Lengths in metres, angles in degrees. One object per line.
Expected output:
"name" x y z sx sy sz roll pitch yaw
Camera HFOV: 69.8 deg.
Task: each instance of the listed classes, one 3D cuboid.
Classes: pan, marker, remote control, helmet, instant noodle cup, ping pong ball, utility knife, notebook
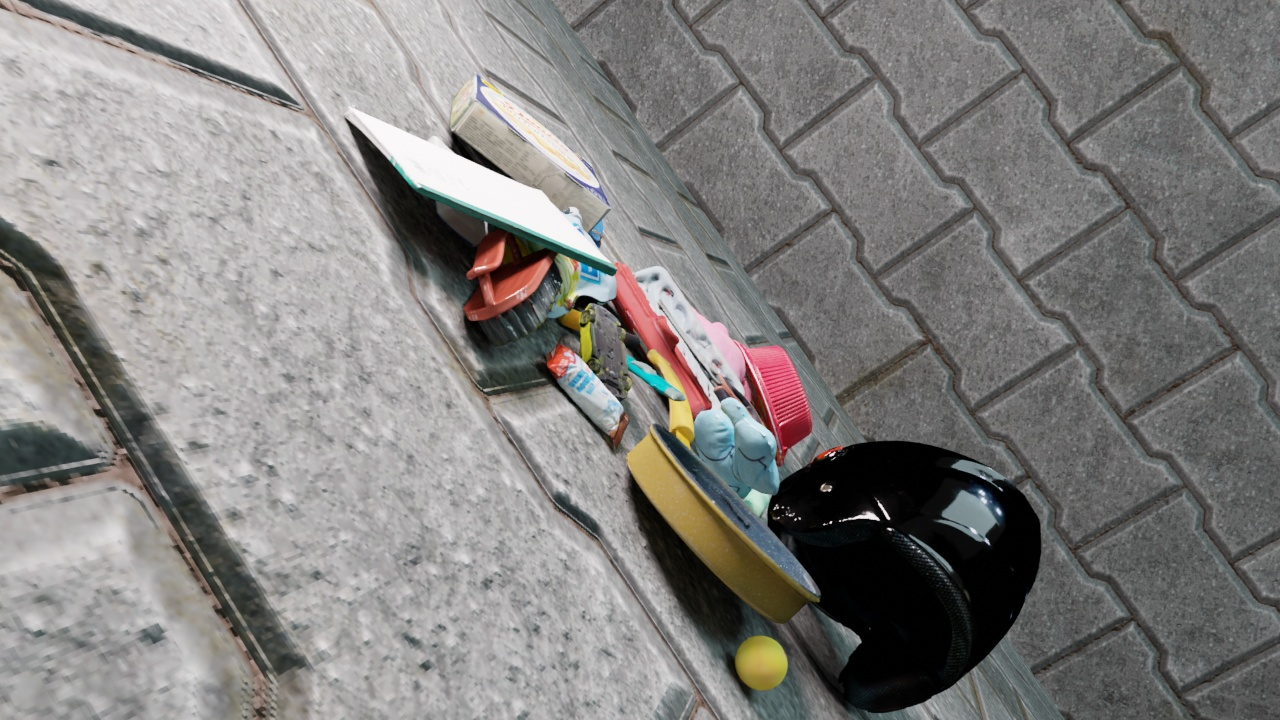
"pan" 0.053 0.090 0.834 0.197 0.078 0.357 44 3 -32
"marker" -0.040 -0.031 0.922 0.015 0.018 0.123 40 12 37
"remote control" -0.165 -0.152 0.819 0.049 0.024 0.124 42 17 -43
"helmet" 0.252 0.193 0.917 0.275 0.229 0.233 11 -55 66
"instant noodle cup" 0.190 0.050 1.301 0.194 0.066 0.194 156 -87 -88
"ping pong ball" 0.093 0.232 0.705 0.040 0.040 0.040 50 14 -17
"utility knife" -0.005 0.005 0.869 0.029 0.013 0.179 17 10 -34
"notebook" -0.127 -0.138 0.760 0.209 0.012 0.150 18 22 -47

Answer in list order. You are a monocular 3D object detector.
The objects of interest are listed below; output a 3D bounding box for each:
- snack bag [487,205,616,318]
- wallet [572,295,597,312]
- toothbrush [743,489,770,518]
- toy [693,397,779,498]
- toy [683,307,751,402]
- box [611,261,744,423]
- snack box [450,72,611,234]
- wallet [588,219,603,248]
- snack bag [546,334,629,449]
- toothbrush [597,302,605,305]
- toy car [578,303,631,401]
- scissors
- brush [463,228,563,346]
"snack bag" -0.077 -0.098 0.883 0.110 0.039 0.190 54 23 2
"wallet" -0.085 -0.103 0.941 0.122 0.020 0.096 54 21 -14
"toothbrush" 0.113 0.166 0.970 0.026 0.027 0.224 42 11 9
"toy" 0.094 0.093 0.949 0.156 0.049 0.161 40 -28 51
"toy" 0.089 0.007 1.195 0.194 0.075 0.178 23 44 -57
"box" 0.033 -0.022 1.069 0.201 0.074 0.154 58 23 11
"snack box" -0.124 -0.233 1.018 0.178 0.046 0.182 36 15 -24
"wallet" -0.088 -0.176 1.114 0.106 0.040 0.133 41 16 -15
"snack bag" -0.045 0.026 0.781 0.104 0.026 0.048 49 28 -15
"toothbrush" -0.096 -0.116 0.978 0.029 0.021 0.189 12 -21 46
"toy car" -0.037 -0.005 0.849 0.048 0.032 0.105 30 40 -38
"scissors" 0.085 0.020 1.014 0.191 0.015 0.207 27 33 -60
"brush" -0.104 -0.063 0.717 0.145 0.063 0.069 -84 151 -69
